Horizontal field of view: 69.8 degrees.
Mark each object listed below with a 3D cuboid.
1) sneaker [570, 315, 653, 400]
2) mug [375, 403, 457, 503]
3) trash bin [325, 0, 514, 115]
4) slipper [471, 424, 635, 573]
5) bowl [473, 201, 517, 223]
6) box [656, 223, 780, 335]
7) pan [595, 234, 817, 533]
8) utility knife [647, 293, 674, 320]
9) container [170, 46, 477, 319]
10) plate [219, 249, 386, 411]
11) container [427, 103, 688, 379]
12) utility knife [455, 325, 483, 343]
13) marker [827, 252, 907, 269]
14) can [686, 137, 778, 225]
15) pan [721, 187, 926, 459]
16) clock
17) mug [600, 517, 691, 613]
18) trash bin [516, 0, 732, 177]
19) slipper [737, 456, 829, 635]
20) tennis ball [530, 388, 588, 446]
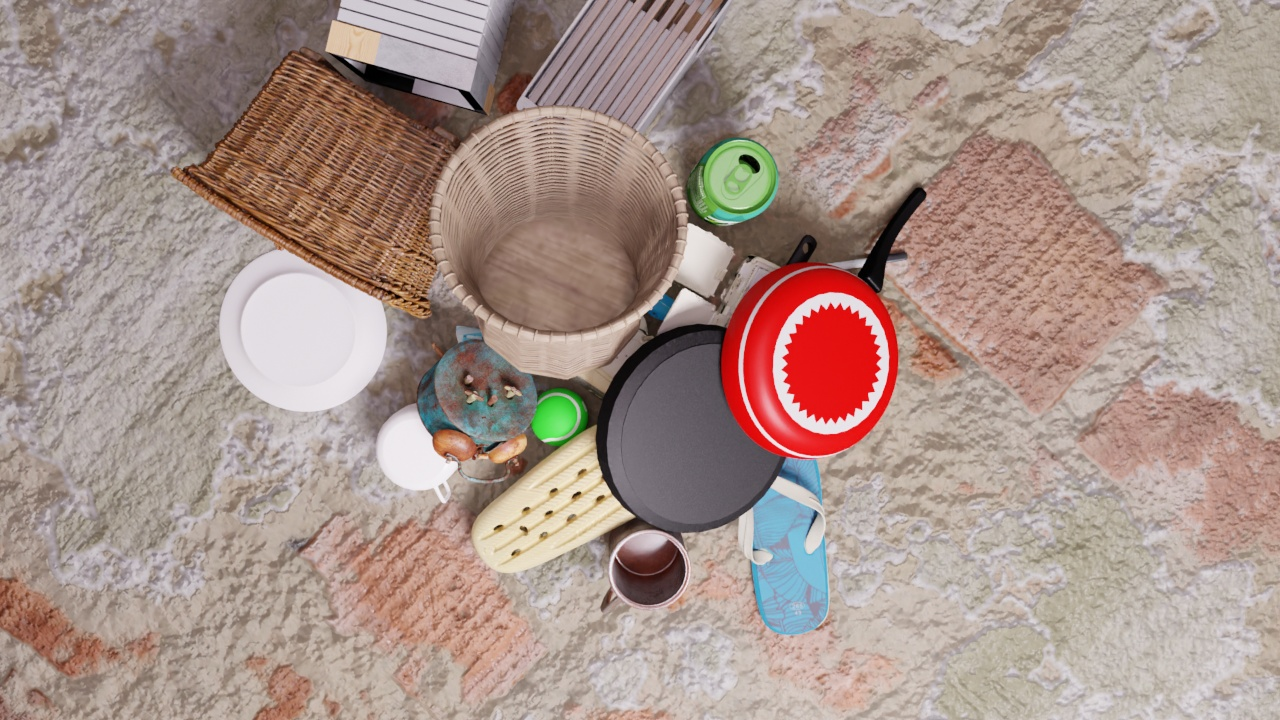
[{"bbox_3d":[-0.006,0.006,1.029,0.241,0.089,0.102,34,81,-4],"label":"sneaker"},{"bbox_3d":[-0.242,0.105,1.033,0.094,0.068,0.115,-23,96,1],"label":"mug"},{"bbox_3d":[-0.204,-0.404,0.943,0.142,0.142,0.247,15,95,-3],"label":"trash bin"},{"bbox_3d":[-0.077,0.147,1.039,0.262,0.079,0.111,-33,100,13],"label":"slipper"},{"bbox_3d":[-0.166,-0.126,1.025,0.110,0.040,0.110,0,96,-2],"label":"bowl"},{"bbox_3d":[0.099,-0.051,1.013,0.185,0.066,0.145,23,97,-32],"label":"box"},{"bbox_3d":[0.097,0.019,0.974,0.225,0.034,0.356,33,87,-26],"label":"pan"},{"bbox_3d":[0.077,-0.024,1.055,0.196,0.015,0.031,35,97,-7],"label":"utility knife"},{"bbox_3d":[-0.301,-0.187,0.948,0.250,0.162,0.183,30,89,3],"label":"container"},{"bbox_3d":[-0.385,-0.035,1.040,0.188,0.016,0.188,0,96,-2],"label":"plate"},{"bbox_3d":[-0.078,-0.097,0.894,0.227,0.196,0.226,1,74,-5],"label":"container"},{"bbox_3d":[-0.152,-0.024,1.049,0.117,0.015,0.022,5,95,-5],"label":"utility knife"},{"bbox_3d":[0.231,-0.109,1.053,0.152,0.011,0.011,-9,96,-1],"label":"marker"},{"bbox_3d":[0.096,-0.187,0.973,0.083,0.144,0.083,0,96,-2],"label":"can"},{"bbox_3d":[0.227,-0.055,0.984,0.209,0.067,0.355,43,76,-22],"label":"pan"},{"bbox_3d":[-0.173,0.055,0.989,0.121,0.074,0.157,6,62,-37],"label":"clock"},{"bbox_3d":[-0.003,0.232,1.036,0.096,0.110,0.123,45,93,0],"label":"mug"},{"bbox_3d":[-0.016,-0.318,0.971,0.114,0.114,0.229,36,94,-5],"label":"trash bin"},{"bbox_3d":[0.162,0.183,1.059,0.118,0.060,0.295,-13,96,-4],"label":"slipper"},{"bbox_3d":[-0.092,0.064,1.035,0.065,0.065,0.065,0,96,-2],"label":"tennis ball"}]
